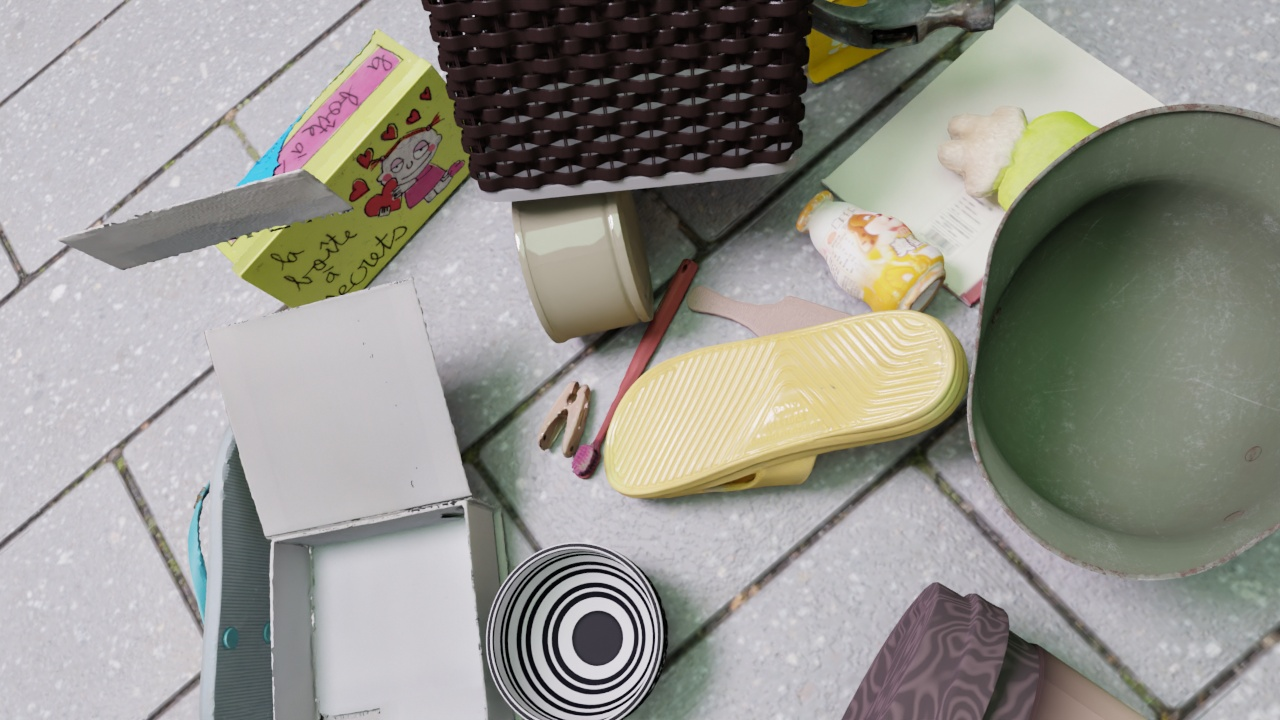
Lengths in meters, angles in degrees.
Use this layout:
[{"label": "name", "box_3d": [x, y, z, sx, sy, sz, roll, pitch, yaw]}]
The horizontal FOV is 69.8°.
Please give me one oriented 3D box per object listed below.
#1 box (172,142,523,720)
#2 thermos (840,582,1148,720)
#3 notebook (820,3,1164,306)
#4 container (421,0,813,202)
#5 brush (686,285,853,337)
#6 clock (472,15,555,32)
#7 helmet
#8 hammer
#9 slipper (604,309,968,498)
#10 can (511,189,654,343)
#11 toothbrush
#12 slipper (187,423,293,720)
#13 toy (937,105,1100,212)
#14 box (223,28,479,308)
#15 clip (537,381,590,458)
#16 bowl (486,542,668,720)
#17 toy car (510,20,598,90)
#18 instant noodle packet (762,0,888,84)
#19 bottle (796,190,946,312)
[{"label": "box", "box_3d": [-0.203, 0.074, 0.665, 0.166, 0.108, 0.418, -13, 85, 10]}, {"label": "thermos", "box_3d": [0.223, 0.249, 0.490, 0.226, 0.173, 0.172, 30, 81, 15]}, {"label": "notebook", "box_3d": [0.266, -0.158, 0.691, 0.208, 0.012, 0.153, -42, 68, -2]}, {"label": "container", "box_3d": [-0.017, -0.272, 0.616, 0.247, 0.244, 0.245, -6, 34, 1]}, {"label": "brush", "box_3d": [0.096, -0.028, 0.692, 0.136, 0.015, 0.049, 21, 77, 25]}, {"label": "clock", "box_3d": [-0.115, -0.299, 0.797, 0.117, 0.083, 0.057, -35, 74, 0]}, {"label": "helmet", "box_3d": [0.298, 0.005, 0.550, 0.227, 0.154, 0.267, 32, 80, 14]}, {"label": "hammer", "box_3d": [0.184, -0.363, 0.692, 0.132, 0.033, 0.329, -4, 61, 18]}, {"label": "slipper", "box_3d": [0.095, 0.034, 0.632, 0.264, 0.078, 0.099, -17, 65, 30]}, {"label": "can", "box_3d": [-0.040, -0.082, 0.681, 0.073, 0.128, 0.127, -12, 70, 8]}, {"label": "toothbrush", "box_3d": [-0.004, 0.004, 0.703, 0.016, 0.016, 0.189, 24, 79, 22]}, {"label": "slipper", "box_3d": [-0.307, 0.151, 0.688, 0.055, 0.098, 0.268, -4, 72, 12]}, {"label": "toy", "box_3d": [0.271, -0.141, 0.655, 0.118, 0.043, 0.092, 24, 82, 22]}, {"label": "box", "box_3d": [-0.238, -0.144, 0.756, 0.079, 0.124, 0.221, 37, 83, 24]}, {"label": "clip", "box_3d": [-0.049, 0.046, 0.697, 0.045, 0.025, 0.061, 23, 75, 20]}, {"label": "bowl", "box_3d": [-0.037, 0.188, 0.623, 0.120, 0.066, 0.120, -4, 71, 13]}, {"label": "toy car", "box_3d": [-0.069, -0.261, 0.798, 0.105, 0.033, 0.048, -36, 66, 3]}, {"label": "instant noodle packet", "box_3d": [0.164, -0.358, 0.755, 0.163, 0.084, 0.221, -25, 62, 5]}, {"label": "bottle", "box_3d": [0.164, -0.078, 0.662, 0.109, 0.063, 0.063, 42, 86, 22]}]
